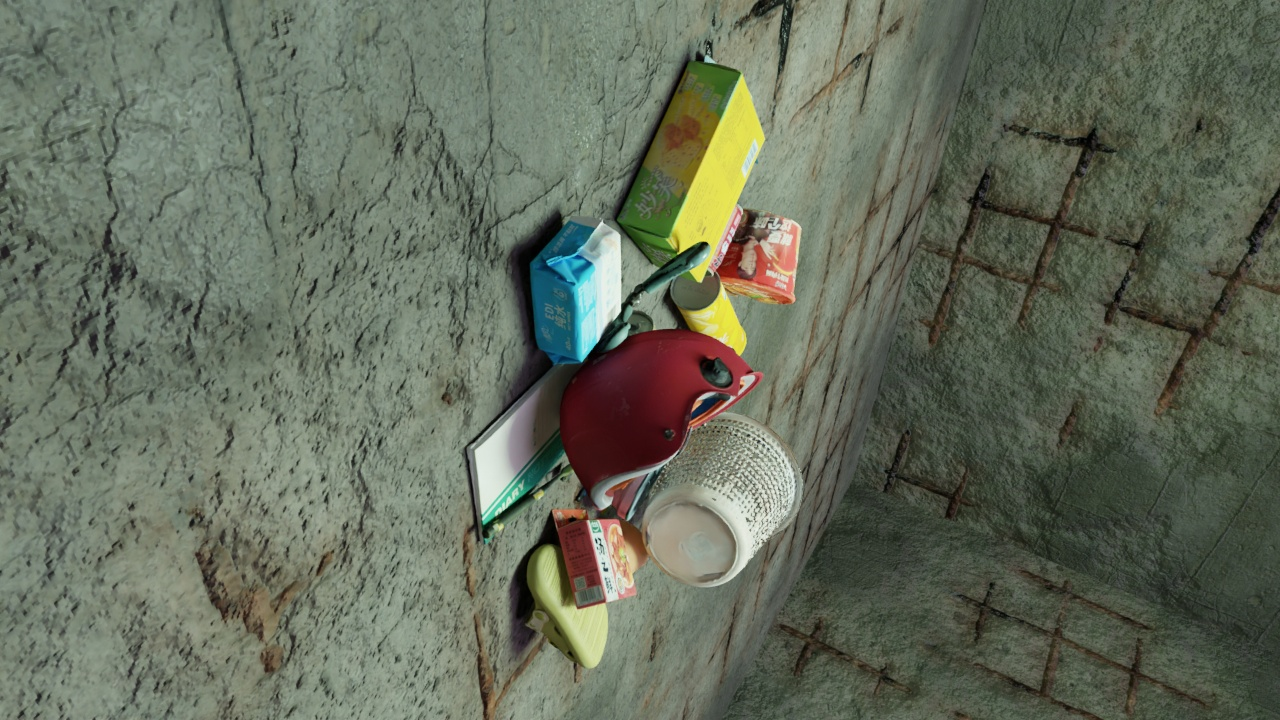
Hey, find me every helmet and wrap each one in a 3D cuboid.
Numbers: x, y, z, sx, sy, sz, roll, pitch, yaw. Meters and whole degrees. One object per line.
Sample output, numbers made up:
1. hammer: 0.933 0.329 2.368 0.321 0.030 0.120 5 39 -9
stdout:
1. helmet: 0.010 0.039 1.016 0.239 0.144 0.208 -34 172 -35

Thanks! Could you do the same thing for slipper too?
1. slipper: -0.106 0.311 1.170 0.191 0.082 0.091 64 32 -29

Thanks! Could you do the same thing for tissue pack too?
1. tissue pack: -0.066 -0.069 0.913 0.089 0.063 0.140 -55 158 -36

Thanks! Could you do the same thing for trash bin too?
1. trash bin: 0.102 0.212 1.314 0.191 0.227 0.228 -45 150 -60

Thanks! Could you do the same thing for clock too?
1. clock: -0.002 0.136 1.239 0.158 0.060 0.117 -54 168 -24

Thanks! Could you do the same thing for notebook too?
1. notebook: -0.117 0.086 1.011 0.208 0.012 0.151 -48 152 -42

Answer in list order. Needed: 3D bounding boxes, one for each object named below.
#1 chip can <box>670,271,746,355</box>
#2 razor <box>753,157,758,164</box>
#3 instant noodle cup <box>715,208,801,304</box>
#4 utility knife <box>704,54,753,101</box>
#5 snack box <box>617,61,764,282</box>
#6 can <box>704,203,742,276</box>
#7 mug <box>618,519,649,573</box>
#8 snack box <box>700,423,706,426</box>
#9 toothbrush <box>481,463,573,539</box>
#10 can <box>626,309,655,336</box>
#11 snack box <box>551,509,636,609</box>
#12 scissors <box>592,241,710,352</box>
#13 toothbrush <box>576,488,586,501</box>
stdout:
1. chip can: 0.099 -0.064 1.306 0.072 0.072 0.213 -64 157 -11
2. razor: 0.120 -0.297 1.203 0.043 0.022 0.143 -24 153 7
3. instant noodle cup: 0.164 -0.149 1.305 0.137 0.138 0.108 22 82 -69
4. utility knife: 0.112 -0.340 1.140 0.213 0.022 0.031 -10 118 -73
5. snack box: 0.065 -0.216 1.076 0.210 0.070 0.157 -66 159 -6
6. can: 0.084 -0.162 1.178 0.093 0.066 0.066 -66 159 -6
7. mug: -0.052 0.285 1.275 0.122 0.078 0.078 -34 140 -49
8. snack box: 0.106 0.034 1.473 0.076 0.027 0.156 -57 156 -28
9. toothbrush: -0.123 0.158 1.038 0.185 0.012 0.017 -33 153 -59
10. can: -0.007 0.007 1.134 0.058 0.058 0.146 -54 155 -33
11. snack box: -0.056 0.245 1.168 0.113 0.044 0.127 23 50 -69
12. scissors: 0.000 -0.062 0.991 0.171 0.019 0.178 -29 -161 41
13. toothbrush: -0.033 0.115 1.235 0.189 0.016 0.014 -56 151 -27
